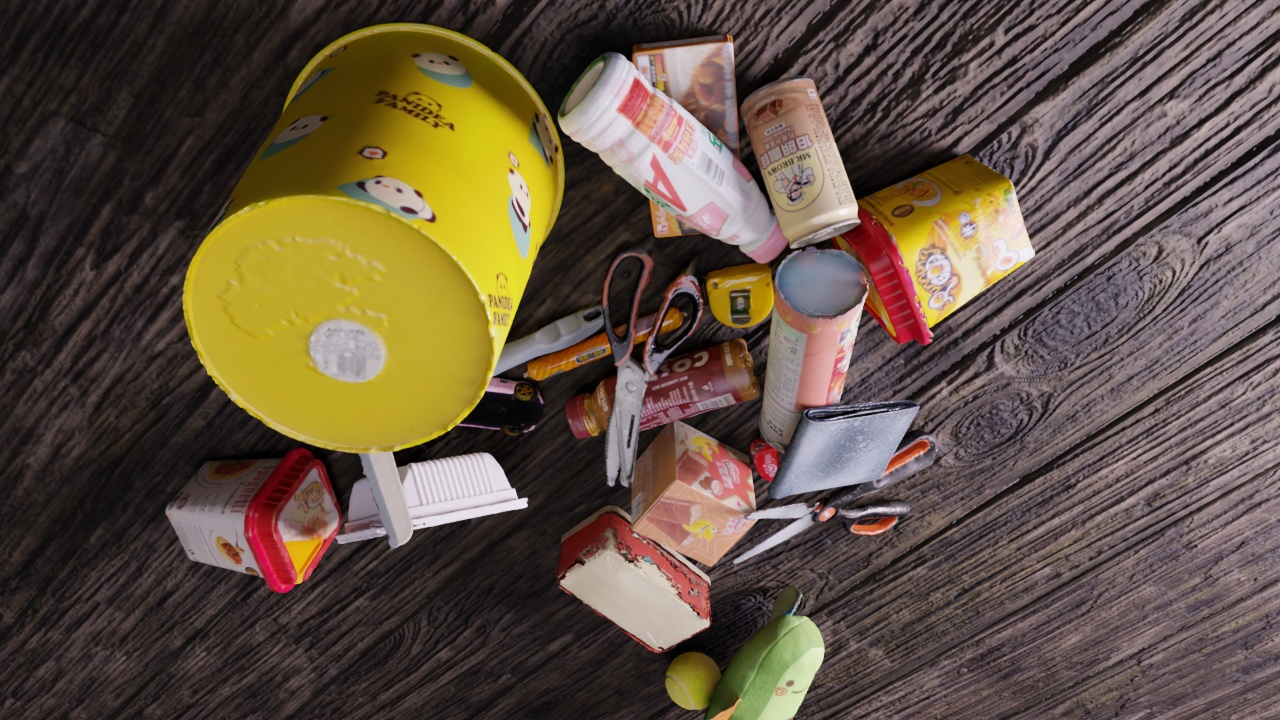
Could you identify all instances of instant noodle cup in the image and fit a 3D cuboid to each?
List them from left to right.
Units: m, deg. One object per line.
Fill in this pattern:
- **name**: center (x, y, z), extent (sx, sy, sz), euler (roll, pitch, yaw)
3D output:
- **instant noodle cup**: center (-0.381, 0.153, 0.906), extent (0.124, 0.116, 0.117), euler (3, 126, 13)
- **instant noodle cup**: center (-0.202, 0.128, 0.859), extent (0.137, 0.060, 0.174), euler (-6, 169, -35)
- **instant noodle cup**: center (0.230, -0.094, 0.728), extent (0.124, 0.116, 0.116), euler (-29, 120, 6)

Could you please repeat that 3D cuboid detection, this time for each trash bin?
- **trash bin**: center (-0.175, -0.086, 0.643), extent (0.229, 0.254, 0.230), euler (0, 125, 0)

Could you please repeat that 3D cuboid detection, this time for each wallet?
- **wallet**: center (0.176, 0.077, 0.798), extent (0.120, 0.019, 0.097), euler (-5, 133, -24)

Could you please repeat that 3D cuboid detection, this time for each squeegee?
- **squeegee**: center (-0.140, 0.004, 0.806), extent (0.246, 0.246, 0.039), euler (-23, 164, -10)

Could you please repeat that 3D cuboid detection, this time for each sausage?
- **sausage**: center (-0.034, -0.014, 0.832), extent (0.165, 0.021, 0.021), euler (-20, 122, 15)

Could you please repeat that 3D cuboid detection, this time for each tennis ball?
- **tennis ball**: center (0.062, 0.376, 1.078), extent (0.065, 0.065, 0.066), euler (0, 125, 0)

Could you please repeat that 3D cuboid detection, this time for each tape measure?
- **tape measure**: center (0.088, -0.055, 0.799), extent (0.060, 0.028, 0.057), euler (-8, 125, 7)

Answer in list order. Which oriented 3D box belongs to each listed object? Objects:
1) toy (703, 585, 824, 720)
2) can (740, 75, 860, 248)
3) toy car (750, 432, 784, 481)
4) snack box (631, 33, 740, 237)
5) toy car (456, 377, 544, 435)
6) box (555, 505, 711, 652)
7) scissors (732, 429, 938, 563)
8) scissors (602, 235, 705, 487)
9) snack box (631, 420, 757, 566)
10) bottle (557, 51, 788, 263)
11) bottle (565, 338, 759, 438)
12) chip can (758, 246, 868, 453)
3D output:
- **toy**: center (0.133, 0.375, 1.024), extent (0.090, 0.226, 0.247), euler (37, 121, 29)
- **can**: center (0.119, -0.147, 0.684), extent (0.058, 0.058, 0.116), euler (-20, 86, 14)
- **toy car**: center (0.167, 0.086, 0.888), extent (0.121, 0.045, 0.053), euler (-16, 122, 14)
- **snack box**: center (0.039, -0.172, 0.719), extent (0.075, 0.026, 0.154), euler (-5, 125, 5)
- **toy car**: center (-0.152, 0.037, 0.863), extent (0.122, 0.037, 0.056), euler (9, 128, -21)
- **box**: center (-0.004, 0.240, 0.975), extent (0.091, 0.079, 0.168), euler (-37, 117, 24)
- **scissors**: center (0.197, 0.144, 0.889), extent (0.221, 0.021, 0.224), euler (-40, 140, 9)
- **scissors**: center (0.008, 0.008, 0.801), extent (0.195, 0.015, 0.206), euler (-28, 98, 9)
- **snack box**: center (0.050, 0.127, 0.886), extent (0.094, 0.092, 0.077), euler (28, 120, -17)
- **bottle**: center (0.032, -0.143, 0.686), extent (0.197, 0.068, 0.068), euler (34, 118, -25)
- **bottle**: center (0.018, 0.030, 0.841), extent (0.175, 0.057, 0.057), euler (-17, 123, 12)
- **chip can**: center (0.139, -0.001, 0.766), extent (0.071, 0.071, 0.215), euler (-3, 147, 2)
